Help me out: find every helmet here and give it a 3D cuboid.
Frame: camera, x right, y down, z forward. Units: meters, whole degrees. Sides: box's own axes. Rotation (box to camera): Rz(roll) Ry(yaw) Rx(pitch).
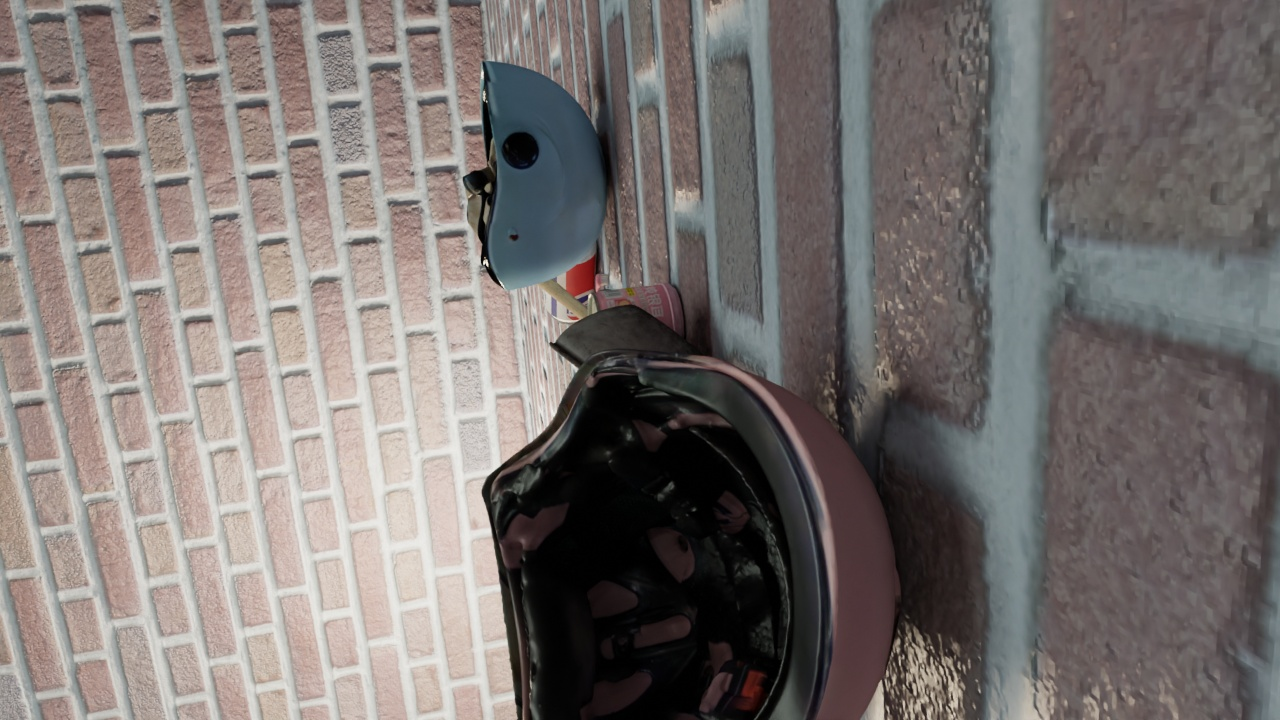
[{"bbox_3d":[0.035,0.117,0.481,0.256,0.152,0.229,-45,49,37],"label":"helmet"},{"bbox_3d":[-0.126,-0.222,1.091,0.225,0.166,0.266,-155,57,-75],"label":"helmet"}]

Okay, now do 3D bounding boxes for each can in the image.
[{"bbox_3d":[-0.005,-0.033,0.828,0.067,0.076,0.067,172,91,-79],"label":"can"},{"bbox_3d":[-0.097,-0.116,1.267,0.132,0.070,0.070,96,163,-51],"label":"can"}]

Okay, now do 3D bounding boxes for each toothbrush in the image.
[{"bbox_3d":[-0.052,-0.069,1.215,0.135,0.016,0.021,94,165,-54],"label":"toothbrush"}]

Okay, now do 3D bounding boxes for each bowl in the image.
[{"bbox_3d":[0.004,0.004,0.739,0.067,0.145,0.145,-53,13,-2],"label":"bowl"}]

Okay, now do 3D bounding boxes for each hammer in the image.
[{"bbox_3d":[-0.127,-0.102,1.219,0.331,0.030,0.119,37,146,40],"label":"hammer"}]
